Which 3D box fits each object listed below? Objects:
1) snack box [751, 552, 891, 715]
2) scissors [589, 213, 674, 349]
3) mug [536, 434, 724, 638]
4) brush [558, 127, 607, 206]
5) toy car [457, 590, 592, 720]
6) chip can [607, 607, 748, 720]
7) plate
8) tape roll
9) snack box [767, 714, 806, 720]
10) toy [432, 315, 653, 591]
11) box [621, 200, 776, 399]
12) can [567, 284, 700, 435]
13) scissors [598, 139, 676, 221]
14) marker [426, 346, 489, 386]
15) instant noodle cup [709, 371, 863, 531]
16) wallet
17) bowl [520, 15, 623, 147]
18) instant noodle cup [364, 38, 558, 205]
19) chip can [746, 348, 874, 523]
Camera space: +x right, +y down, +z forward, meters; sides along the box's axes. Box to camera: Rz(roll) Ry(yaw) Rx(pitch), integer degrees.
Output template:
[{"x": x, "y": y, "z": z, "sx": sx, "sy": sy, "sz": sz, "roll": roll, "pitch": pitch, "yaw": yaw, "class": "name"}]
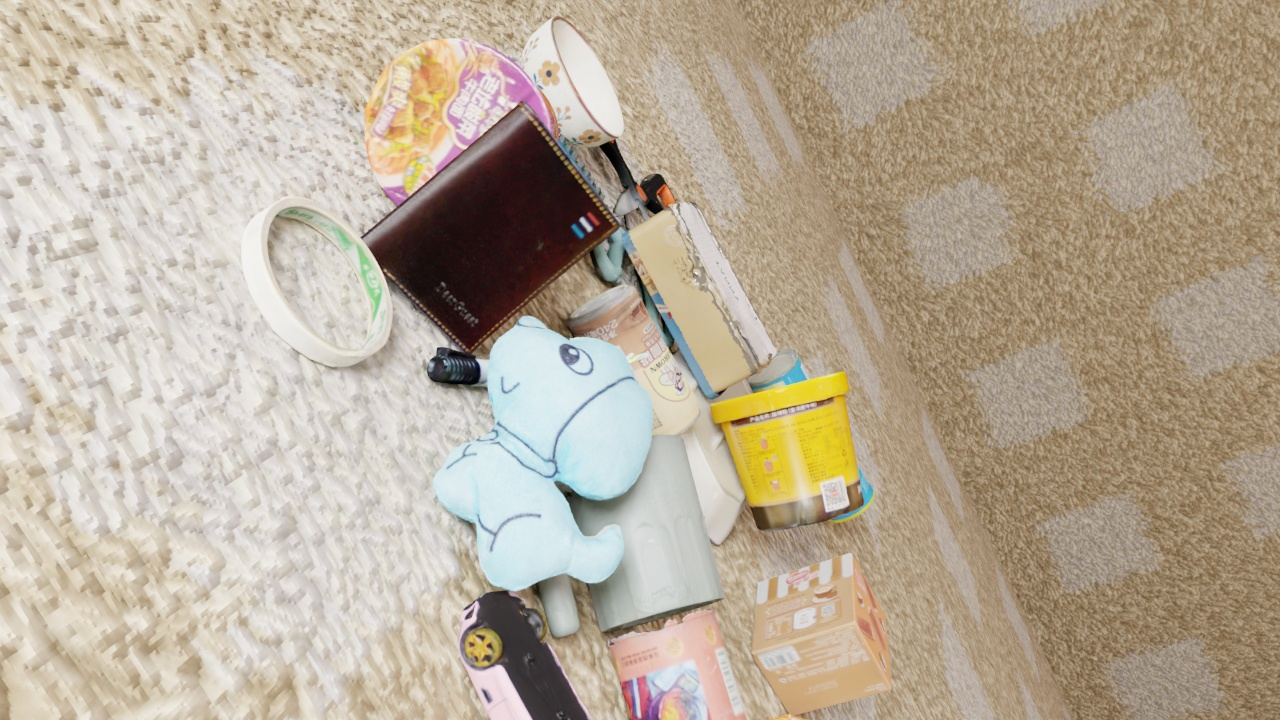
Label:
[{"x": 0.156, "y": 0.235, "z": 0.791, "sx": 0.077, "sy": 0.093, "sz": 0.094, "roll": 59, "pitch": 22, "yaw": -18, "class": "snack box"}, {"x": 0.001, "y": -0.077, "z": 0.862, "sx": 0.172, "sy": 0.019, "sz": 0.176, "roll": 59, "pitch": 19, "yaw": -12, "class": "scissors"}, {"x": -0.015, "y": 0.108, "z": 0.559, "sx": 0.123, "sy": 0.084, "sz": 0.103, "roll": -2, "pitch": 68, "yaw": -39, "class": "mug"}, {"x": -0.075, "y": -0.138, "z": 0.693, "sx": 0.144, "sy": 0.055, "sz": 0.073, "roll": 53, "pitch": 23, "yaw": -32, "class": "brush"}, {"x": -0.052, "y": 0.171, "z": 0.446, "sx": 0.122, "sy": 0.037, "sz": 0.056, "roll": 58, "pitch": 16, "yaw": 15, "class": "toy car"}, {"x": 0.044, "y": 0.257, "z": 0.528, "sx": 0.071, "sy": 0.071, "sz": 0.214, "roll": 18, "pitch": 51, "yaw": -63, "class": "chip can"}, {"x": 0.072, "y": 0.064, "z": 0.856, "sx": 0.162, "sy": 0.034, "sz": 0.265, "roll": 65, "pitch": 21, "yaw": -3, "class": "plate"}, {"x": -0.156, "y": -0.038, "z": 0.449, "sx": 0.086, "sy": 0.014, "sz": 0.085, "roll": 50, "pitch": 26, "yaw": -35, "class": "tape roll"}, {"x": 0.150, "y": 0.342, "z": 0.755, "sx": 0.153, "sy": 0.026, "sz": 0.075, "roll": 40, "pitch": 33, "yaw": -48, "class": "snack box"}, {"x": -0.045, "y": 0.043, "z": 0.511, "sx": 0.155, "sy": 0.050, "sz": 0.161, "roll": -25, "pitch": 66, "yaw": -34, "class": "toy"}, {"x": 0.058, "y": -0.051, "z": 0.824, "sx": 0.184, "sy": 0.062, "sz": 0.089, "roll": 64, "pitch": 22, "yaw": 0, "class": "box"}, {"x": -0.004, "y": 0.004, "z": 0.704, "sx": 0.116, "sy": 0.059, "sz": 0.058, "roll": 60, "pitch": 22, "yaw": -14, "class": "can"}, {"x": -0.008, "y": -0.175, "z": 0.930, "sx": 0.233, "sy": 0.022, "sz": 0.220, "roll": 64, "pitch": 19, "yaw": 6, "class": "scissors"}, {"x": -0.085, "y": 0.007, "z": 0.563, "sx": 0.130, "sy": 0.018, "sz": 0.022, "roll": 7, "pitch": 96, "yaw": -65, "class": "marker"}, {"x": 0.130, "y": 0.078, "z": 0.779, "sx": 0.118, "sy": 0.119, "sz": 0.114, "roll": -4, "pitch": 79, "yaw": -68, "class": "instant noodle cup"}, {"x": -0.084, "y": -0.072, "z": 0.521, "sx": 0.096, "sy": 0.122, "sz": 0.020, "roll": 50, "pitch": -1, "yaw": -35, "class": "wallet"}, {"x": -0.069, "y": -0.234, "z": 0.801, "sx": 0.113, "sy": 0.062, "sz": 0.113, "roll": 49, "pitch": 28, "yaw": -38, "class": "bowl"}, {"x": -0.100, "y": -0.141, "z": 0.574, "sx": 0.111, "sy": 0.112, "sz": 0.099, "roll": 61, "pitch": 14, "yaw": -11, "class": "instant noodle cup"}, {"x": 0.200, "y": 0.091, "z": 1.086, "sx": 0.210, "sy": 0.071, "sz": 0.071, "roll": 58, "pitch": 22, "yaw": -18, "class": "chip can"}]
